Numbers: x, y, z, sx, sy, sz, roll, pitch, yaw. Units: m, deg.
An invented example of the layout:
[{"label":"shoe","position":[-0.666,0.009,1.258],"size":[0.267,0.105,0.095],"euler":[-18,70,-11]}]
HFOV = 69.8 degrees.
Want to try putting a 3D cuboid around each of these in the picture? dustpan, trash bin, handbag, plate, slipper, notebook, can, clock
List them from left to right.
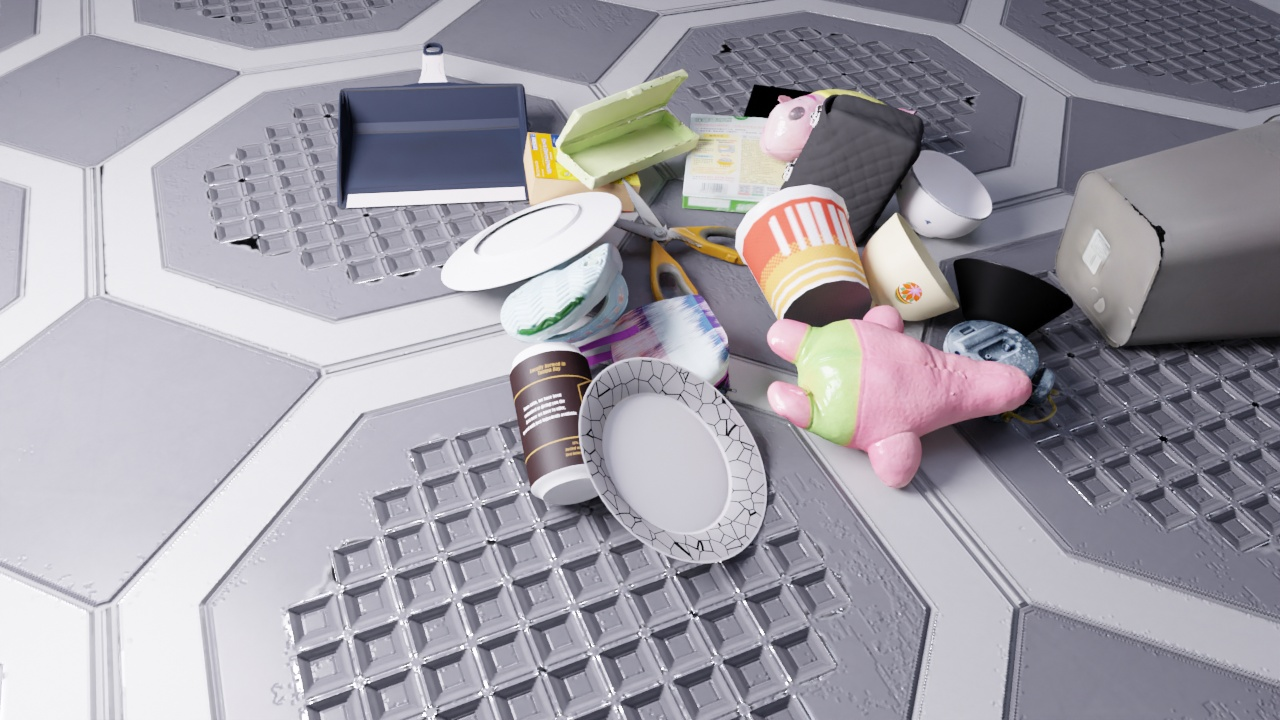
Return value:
[{"label":"dustpan","position":[-0.263,-0.309,1.174],"size":[0.236,0.080,0.272],"euler":[-4,44,-8]},{"label":"plate","position":[-0.120,-0.136,0.982],"size":[0.209,0.015,0.208],"euler":[-18,28,10]},{"label":"can","position":[-0.069,0.054,0.789],"size":[0.072,0.072,0.128],"euler":[-9,62,-12]},{"label":"slipper","position":[-0.058,-0.061,0.896],"size":[0.104,0.074,0.245],"euler":[-23,12,13]},{"label":"handbag","position":[-0.005,0.005,0.880],"size":[0.170,0.068,0.144],"euler":[-17,46,-11]},{"label":"plate","position":[0.027,0.083,0.776],"size":[0.188,0.016,0.188],"euler":[20,50,-26]},{"label":"notebook","position":[0.214,-0.318,1.259],"size":[0.149,0.016,0.206],"euler":[10,44,9]},{"label":"handbag","position":[0.241,-0.234,1.058],"size":[0.125,0.154,0.114],"euler":[24,49,1]},{"label":"clock","position":[0.346,0.014,0.892],"size":[0.090,0.052,0.129],"euler":[-22,48,-24]},{"label":"trash bin","position":[0.588,-0.123,0.962],"size":[0.220,0.198,0.197],"euler":[-10,44,-4]}]

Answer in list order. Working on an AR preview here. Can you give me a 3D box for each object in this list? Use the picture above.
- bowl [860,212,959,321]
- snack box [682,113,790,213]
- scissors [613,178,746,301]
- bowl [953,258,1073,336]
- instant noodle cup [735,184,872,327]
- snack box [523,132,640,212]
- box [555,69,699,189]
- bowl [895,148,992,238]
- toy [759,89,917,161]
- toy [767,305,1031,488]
[{"label":"bowl","position":[0.271,-0.086,0.969],"size":[0.074,0.118,0.117],"euler":[-34,39,23]},{"label":"snack box","position":[0.124,-0.250,1.160],"size":[0.132,0.027,0.167],"euler":[4,51,4]},{"label":"scissors","position":[0.045,-0.130,1.029],"size":[0.224,0.016,0.225],"euler":[-10,56,-23]},{"label":"bowl","position":[0.373,-0.055,0.948],"size":[0.124,0.124,0.052],"euler":[24,89,21]},{"label":"instant noodle cup","position":[0.175,-0.094,0.953],"size":[0.123,0.124,0.121],"euler":[-6,52,-10]},{"label":"snack box","position":[-0.072,-0.227,1.107],"size":[0.125,0.040,0.088],"euler":[1,48,-16]},{"label":"box","position":[-0.007,-0.267,1.095],"size":[0.187,0.092,0.083],"euler":[-32,87,-34]},{"label":"bowl","position":[0.349,-0.188,1.083],"size":[0.113,0.063,0.113],"euler":[16,48,-18]},{"label":"toy","position":[0.251,-0.295,1.149],"size":[0.237,0.088,0.190],"euler":[-18,36,-37]},{"label":"toy","position":[0.234,0.022,0.840],"size":[0.237,0.097,0.191],"euler":[3,58,6]}]
